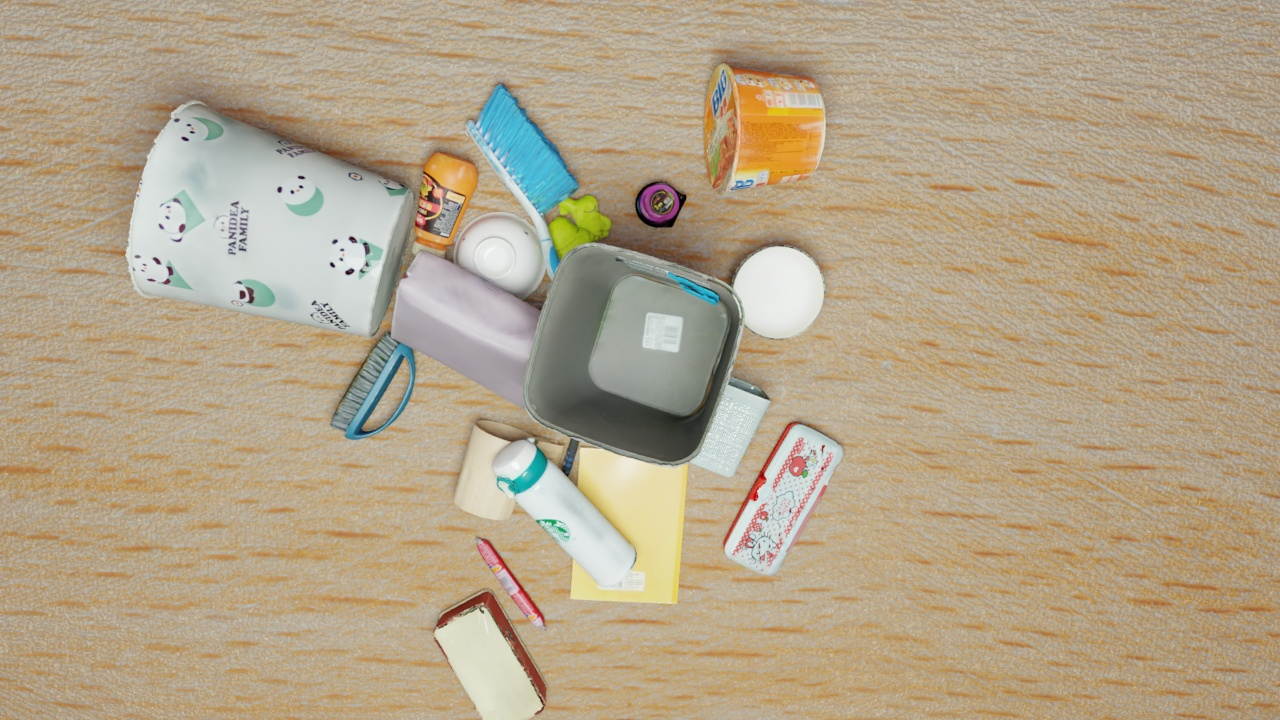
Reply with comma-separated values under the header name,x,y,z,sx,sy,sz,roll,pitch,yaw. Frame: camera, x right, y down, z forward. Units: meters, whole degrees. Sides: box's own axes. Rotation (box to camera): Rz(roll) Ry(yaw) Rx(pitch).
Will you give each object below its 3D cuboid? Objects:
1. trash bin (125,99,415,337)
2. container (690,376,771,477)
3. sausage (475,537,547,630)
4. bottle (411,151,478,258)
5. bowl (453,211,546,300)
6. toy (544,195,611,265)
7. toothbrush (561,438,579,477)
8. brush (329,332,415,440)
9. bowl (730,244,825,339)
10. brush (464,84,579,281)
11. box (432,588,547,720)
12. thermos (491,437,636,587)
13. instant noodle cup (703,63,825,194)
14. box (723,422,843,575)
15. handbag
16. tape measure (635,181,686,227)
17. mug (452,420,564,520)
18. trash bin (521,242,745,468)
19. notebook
name,x,y,z,sx,sy,sz,roll,pitch,yaw
trash bin,-0.407,-0.146,1.054,0.252,0.229,0.229,16,96,-10
container,0.099,0.078,1.159,0.090,0.090,0.111,21,98,-4
sausage,-0.171,0.295,1.208,0.020,0.020,0.156,-34,97,2
bottle,-0.248,-0.178,1.132,0.067,0.066,0.149,19,102,-4
bowl,-0.177,-0.126,1.136,0.118,0.064,0.118,0,97,-2
toy,-0.084,-0.155,1.153,0.100,0.031,0.096,-34,95,-2
toothbrush,-0.090,0.123,1.193,0.014,0.016,0.189,17,95,-10
brush,-0.328,0.040,1.154,0.073,0.055,0.144,32,94,-4
bowl,0.168,-0.087,1.152,0.116,0.066,0.116,0,97,-1
brush,-0.114,-0.181,1.116,0.109,0.060,0.314,-37,84,9
box,-0.196,0.395,1.190,0.091,0.077,0.168,-29,96,0
thermos,-0.095,0.187,1.125,0.073,0.073,0.224,-38,117,2
instant noodle cup,0.147,-0.275,1.095,0.111,0.151,0.151,-4,97,-10
box,0.186,0.182,1.195,0.087,0.047,0.201,28,94,-5
handbag,-0.191,-0.040,1.099,0.197,0.145,0.098,28,66,-3
tape measure,0.022,-0.195,1.148,0.058,0.039,0.057,23,95,-10
mug,-0.168,0.142,1.168,0.124,0.084,0.103,15,98,-30
trash bin,0.007,-0.014,1.003,0.199,0.219,0.199,18,97,7
notebook,-0.015,0.219,1.210,0.146,0.010,0.206,3,97,-3
